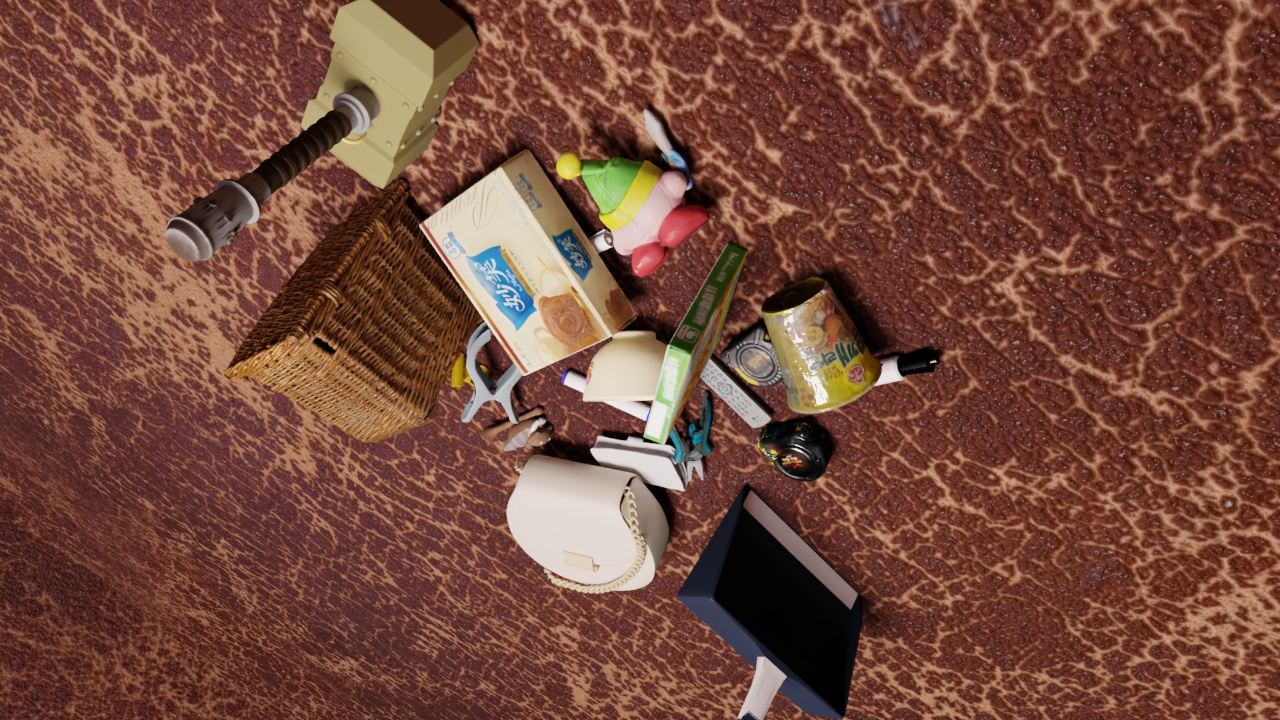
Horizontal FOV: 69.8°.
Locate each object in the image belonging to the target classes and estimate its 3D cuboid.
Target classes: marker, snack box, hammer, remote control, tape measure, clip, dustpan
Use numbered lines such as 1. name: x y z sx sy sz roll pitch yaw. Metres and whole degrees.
1. marker: -0.079 -0.111 0.998 0.134 0.017 0.020 -20 81 41
2. snack box: 0.055 -0.017 0.899 0.027 0.167 0.132 23 137 9
3. hammer: -0.291 -0.192 0.811 0.100 0.323 0.191 37 137 -8
4. marker: 0.240 0.012 0.928 0.126 0.025 0.025 -16 121 39
5. remote control: 0.093 0.026 1.032 0.136 0.013 0.033 42 137 -13
6. marker: -0.029 0.047 1.117 0.141 0.020 0.020 24 137 8
7. tape measure: 0.130 -0.006 0.966 0.062 0.038 0.067 47 133 -5
8. tape measure: 0.179 0.102 1.037 0.072 0.042 0.072 -17 116 37
9. clip: -0.197 0.017 1.141 0.108 0.028 0.164 1 130 -8
10. clip: -0.220 0.015 1.185 0.046 0.052 0.035 17 142 -32
11. dustpan: 0.159 0.321 1.075 0.236 0.272 0.080 44 151 -15
12. snack box: -0.122 -0.097 0.983 0.154 0.055 0.207 -23 106 41

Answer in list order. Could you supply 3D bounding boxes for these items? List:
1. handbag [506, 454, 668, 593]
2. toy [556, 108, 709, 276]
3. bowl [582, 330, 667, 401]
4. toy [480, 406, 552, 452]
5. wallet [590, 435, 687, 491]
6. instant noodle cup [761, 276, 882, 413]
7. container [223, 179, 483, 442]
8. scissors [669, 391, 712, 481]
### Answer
1. handbag: -0.069 0.216 1.235 0.211 0.103 0.209 9 136 20
2. toy: -0.006 -0.156 0.865 0.124 0.096 0.131 -39 86 40
3. bowl: -0.006 0.006 1.018 0.118 0.117 0.074 -4 85 32
4. toy: -0.160 0.097 1.224 0.102 0.041 0.055 -24 93 33
5. wallet: 0.000 0.129 1.174 0.116 0.032 0.086 8 144 21
6. instant noodle cup: 0.171 -0.018 0.896 0.102 0.102 0.108 -13 114 37
7. container: -0.301 -0.039 1.036 0.163 0.249 0.183 -19 127 40
8. scissors: 0.061 0.091 1.094 0.122 0.019 0.149 17 123 -29
